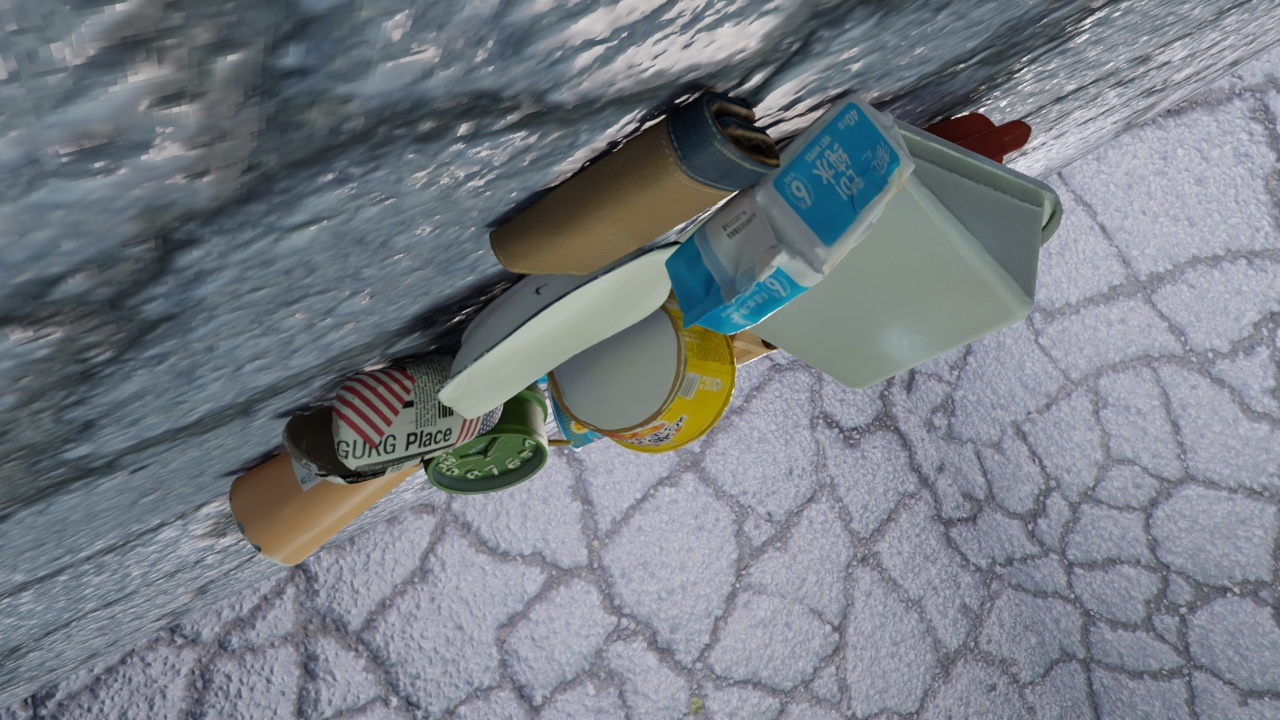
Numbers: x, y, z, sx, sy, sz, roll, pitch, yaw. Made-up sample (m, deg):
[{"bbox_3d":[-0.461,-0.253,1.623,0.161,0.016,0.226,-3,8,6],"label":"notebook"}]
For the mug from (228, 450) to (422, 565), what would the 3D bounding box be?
[{"bbox_3d":[-0.225,0.085,0.670,0.123,0.078,0.078,-34,175,9],"label":"mug"}]

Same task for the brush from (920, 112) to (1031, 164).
[{"bbox_3d":[0.251,-0.160,0.724,0.145,0.063,0.069,-26,-171,-38],"label":"brush"}]

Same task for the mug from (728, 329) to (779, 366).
[{"bbox_3d":[0.051,-0.023,0.832,0.124,0.084,0.104,15,166,-14],"label":"mug"}]

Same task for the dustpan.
[{"bbox_3d":[0.174,-0.089,0.672,0.223,0.257,0.142,-32,-149,49],"label":"dustpan"}]

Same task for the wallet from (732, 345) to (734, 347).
[{"bbox_3d":[0.080,-0.027,0.940,0.096,0.020,0.123,7,162,-31],"label":"wallet"}]

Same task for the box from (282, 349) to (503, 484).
[{"bbox_3d":[-0.147,0.028,0.601,0.088,0.076,0.162,-53,163,22],"label":"box"}]

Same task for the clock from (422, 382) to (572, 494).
[{"bbox_3d":[-0.140,0.059,0.754,0.116,0.056,0.161,-31,145,20],"label":"clock"}]

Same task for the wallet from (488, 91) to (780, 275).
[{"bbox_3d":[0.000,-0.074,0.409,0.115,0.033,0.090,-28,173,24],"label":"wallet"}]

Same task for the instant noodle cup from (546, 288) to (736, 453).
[{"bbox_3d":[-0.004,0.004,0.709,0.138,0.138,0.109,-28,168,14],"label":"instant noodle cup"}]

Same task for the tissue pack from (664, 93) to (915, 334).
[{"bbox_3d":[0.081,-0.075,0.492,0.139,0.063,0.090,-46,-174,-35],"label":"tissue pack"}]

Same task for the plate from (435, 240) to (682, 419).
[{"bbox_3d":[-0.053,-0.025,0.560,0.164,0.034,0.164,-32,173,-8],"label":"plate"}]

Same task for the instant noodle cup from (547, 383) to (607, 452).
[{"bbox_3d":[-0.029,0.035,0.964,0.110,0.099,0.099,-17,178,11],"label":"instant noodle cup"}]

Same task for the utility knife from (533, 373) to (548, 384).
[{"bbox_3d":[-0.068,0.010,0.830,0.190,0.018,0.034,-4,160,-46],"label":"utility knife"}]
